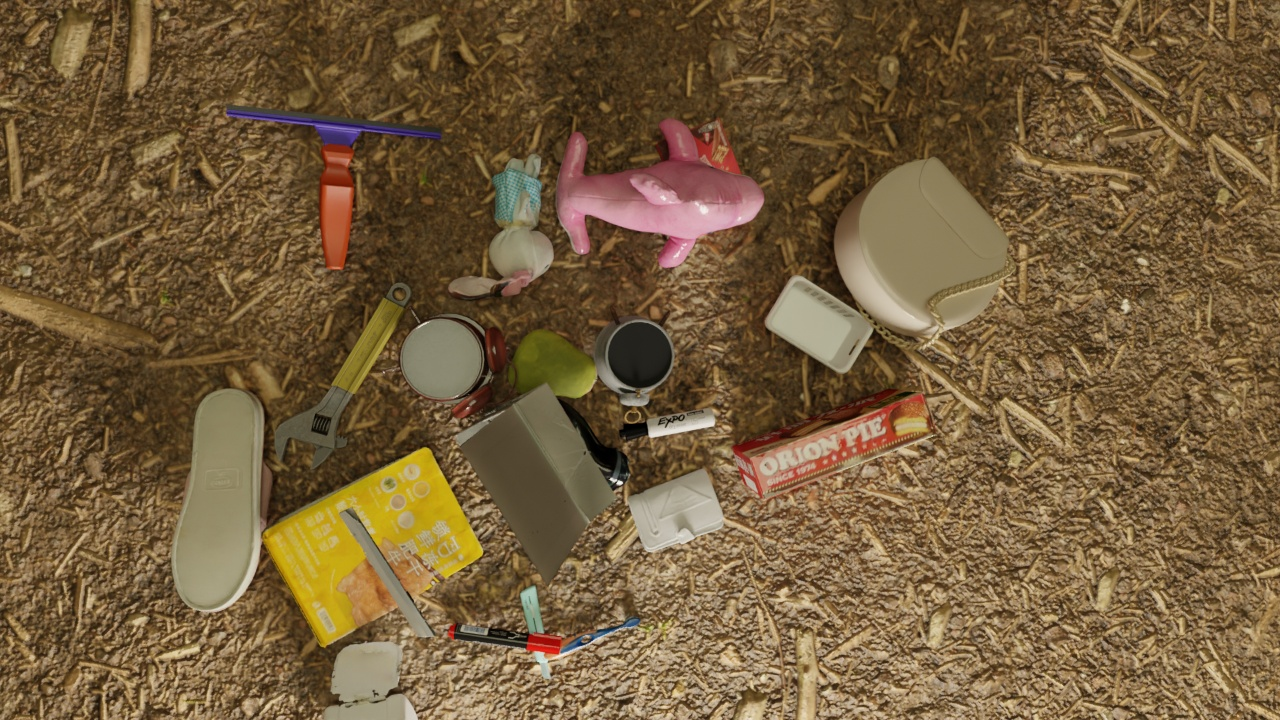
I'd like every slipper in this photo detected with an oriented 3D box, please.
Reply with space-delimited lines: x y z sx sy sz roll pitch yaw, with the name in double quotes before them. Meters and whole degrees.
"slipper" -0.514 0.170 1.137 0.114 0.054 0.274 3 80 3

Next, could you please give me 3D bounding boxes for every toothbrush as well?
"toothbrush" -0.064 0.365 1.211 0.135 0.017 0.021 -20 91 -5

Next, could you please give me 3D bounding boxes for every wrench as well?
"wrench" -0.371 0.018 1.165 0.083 0.018 0.273 30 90 -6

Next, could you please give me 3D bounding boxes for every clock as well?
"clock" -0.229 0.004 1.146 0.157 0.072 0.120 23 90 -1
"clock" -0.007 0.007 1.180 0.104 0.056 0.148 3 88 -15

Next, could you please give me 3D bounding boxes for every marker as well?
"marker" -0.176 0.359 1.190 0.145 0.021 0.023 8 77 2
"marker" 0.034 0.085 1.204 0.126 0.025 0.025 -10 93 -5

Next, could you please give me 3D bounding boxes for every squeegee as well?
"squeegee" -0.377 -0.206 1.137 0.249 0.055 0.185 1 93 -23

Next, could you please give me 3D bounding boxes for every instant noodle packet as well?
"instant noodle packet" -0.331 0.228 1.157 0.221 0.084 0.163 -27 94 -9

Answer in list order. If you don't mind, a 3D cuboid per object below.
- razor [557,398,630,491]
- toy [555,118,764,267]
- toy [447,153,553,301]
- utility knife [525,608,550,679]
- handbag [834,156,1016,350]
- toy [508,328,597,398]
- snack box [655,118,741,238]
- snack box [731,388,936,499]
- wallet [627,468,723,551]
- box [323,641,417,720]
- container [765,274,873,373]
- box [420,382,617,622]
"razor" -0.067 0.106 1.186 0.063 0.053 0.140 -37 90 -40
"toy" 0.016 -0.203 1.126 0.266 0.127 0.187 3 102 13
"toy" -0.155 -0.162 1.156 0.105 0.131 0.205 23 72 -44
"utility knife" -0.136 0.359 1.207 0.022 0.015 0.129 -12 97 -6
"handbag" 0.361 -0.143 1.170 0.210 0.103 0.208 46 69 -6
"toy" -0.110 0.012 1.170 0.110 0.051 0.090 22 84 4
"snack box" 0.085 -0.237 1.195 0.089 0.021 0.133 -23 94 -2
"snack box" 0.245 0.104 1.181 0.236 0.113 0.060 -20 93 -4
"wallet" 0.047 0.199 1.208 0.116 0.032 0.086 -23 92 -4
"box" -0.345 0.432 1.168 0.108 0.136 0.124 -11 135 -6
"container" 0.229 -0.047 1.204 0.129 0.049 0.080 31 89 -6
"box" -0.124 0.135 1.018 0.150 0.369 0.167 -32 95 -2
